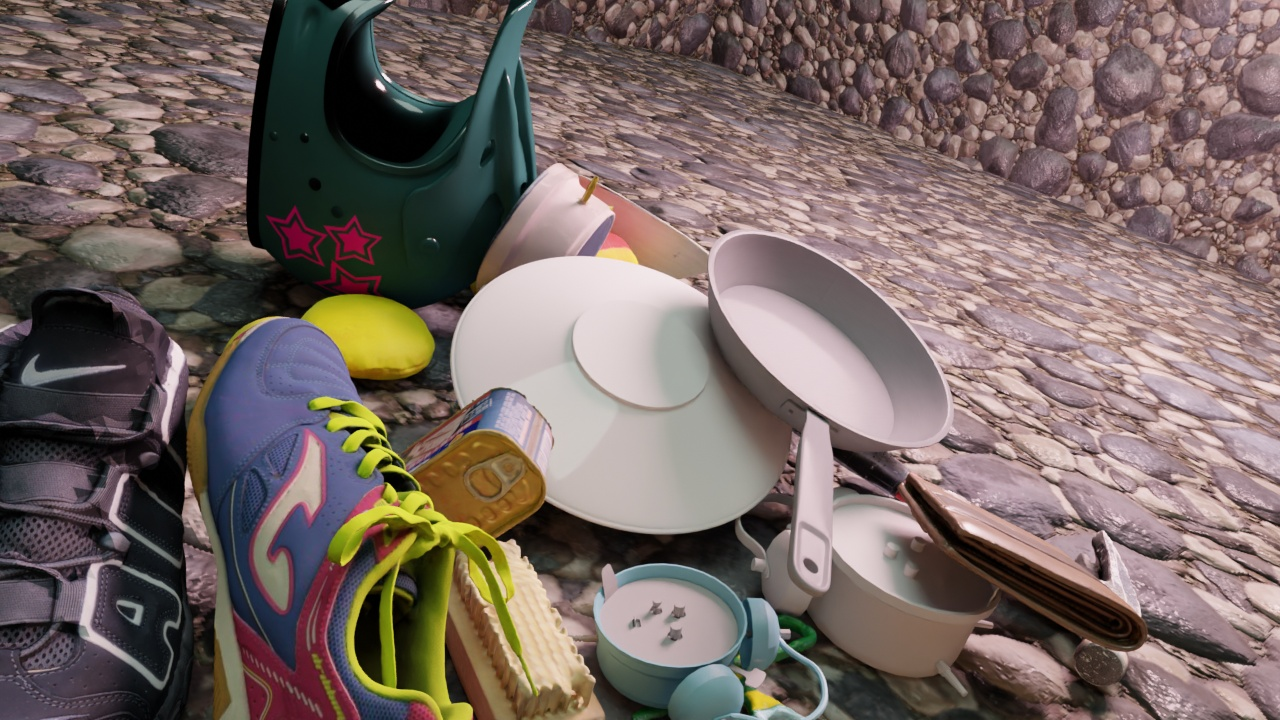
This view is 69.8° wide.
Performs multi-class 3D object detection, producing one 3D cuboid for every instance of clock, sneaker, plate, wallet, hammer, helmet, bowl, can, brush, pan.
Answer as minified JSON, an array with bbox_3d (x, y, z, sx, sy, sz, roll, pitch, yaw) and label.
[{"bbox_3d":[0.030,0.137,0.439,0.123,0.042,0.087,18,28,25],"label":"clock"},{"bbox_3d":[-0.120,0.065,0.393,0.116,0.091,0.241,48,16,-52],"label":"sneaker"},{"bbox_3d":[-0.003,0.003,0.585,0.229,0.030,0.228,12,46,-13],"label":"plate"},{"bbox_3d":[0.209,0.109,0.515,0.121,0.027,0.098,27,11,-4],"label":"wallet"},{"bbox_3d":[-0.224,0.050,0.360,0.097,0.151,0.252,5,27,-25],"label":"sneaker"},{"bbox_3d":[0.184,0.082,0.633,0.326,0.036,0.140,34,28,17],"label":"hammer"},{"bbox_3d":[-0.175,-0.165,0.703,0.200,0.275,0.176,13,32,-10],"label":"helmet"},{"bbox_3d":[-0.008,-0.118,0.932,0.176,0.058,0.176,31,2,-2],"label":"bowl"},{"bbox_3d":[-0.093,0.063,0.482,0.054,0.100,0.059,52,16,-17],"label":"can"},{"bbox_3d":[-0.059,0.129,0.428,0.049,0.039,0.117,1,30,-32],"label":"brush"},{"bbox_3d":[0.108,0.026,0.566,0.201,0.051,0.355,33,35,-5],"label":"pan"},{"bbox_3d":[-0.081,-0.072,0.710,0.059,0.158,0.117,33,1,2],"label":"clock"},{"bbox_3d":[0.131,0.119,0.541,0.159,0.061,0.119,28,27,22],"label":"clock"}]

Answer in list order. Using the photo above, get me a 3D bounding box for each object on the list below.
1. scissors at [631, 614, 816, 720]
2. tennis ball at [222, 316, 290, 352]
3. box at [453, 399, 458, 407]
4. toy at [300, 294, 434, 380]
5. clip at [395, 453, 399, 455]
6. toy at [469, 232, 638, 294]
[{"bbox_3d":[0.051,0.163,0.458,0.125,0.011,0.130,-10,33,-36],"label":"scissors"},{"bbox_3d":[-0.222,0.006,0.561,0.065,0.065,0.065,13,24,-6],"label":"tennis ball"},{"bbox_3d":[0.002,0.007,0.697,0.171,0.070,0.242,25,25,21],"label":"box"},{"bbox_3d":[-0.196,-0.017,0.659,0.095,0.041,0.094,9,30,-16],"label":"toy"},{"bbox_3d":[-0.125,0.070,0.545,0.060,0.044,0.023,-21,30,-8],"label":"clip"},{"bbox_3d":[-0.101,-0.106,0.849,0.216,0.099,0.147,34,22,25],"label":"toy"}]
